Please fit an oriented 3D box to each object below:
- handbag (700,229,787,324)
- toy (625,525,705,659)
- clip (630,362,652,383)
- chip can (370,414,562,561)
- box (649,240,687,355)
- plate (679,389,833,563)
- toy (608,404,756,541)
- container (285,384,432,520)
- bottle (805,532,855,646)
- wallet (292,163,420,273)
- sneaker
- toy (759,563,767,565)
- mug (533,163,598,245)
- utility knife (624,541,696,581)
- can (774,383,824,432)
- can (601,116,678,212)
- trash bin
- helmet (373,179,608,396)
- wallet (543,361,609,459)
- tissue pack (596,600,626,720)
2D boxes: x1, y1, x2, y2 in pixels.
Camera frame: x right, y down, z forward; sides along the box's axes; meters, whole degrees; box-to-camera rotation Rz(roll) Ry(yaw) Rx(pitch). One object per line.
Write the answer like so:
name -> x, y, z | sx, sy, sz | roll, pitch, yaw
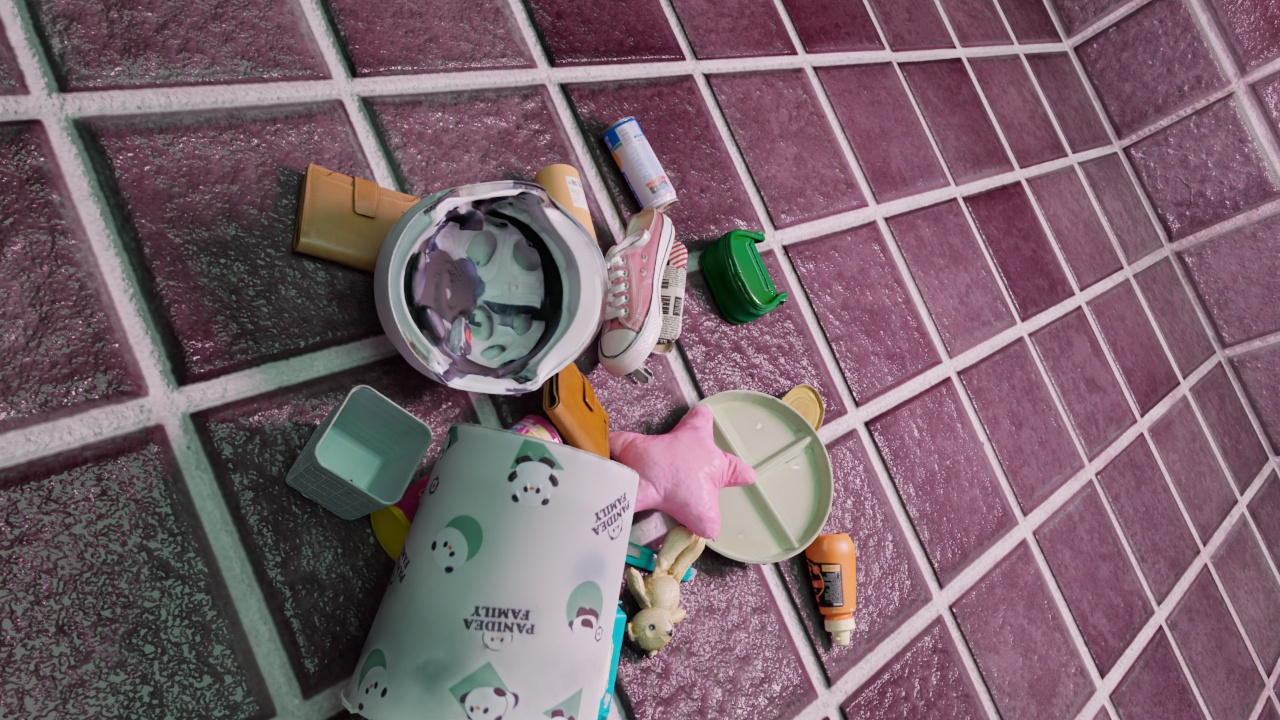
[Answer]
handbag -> 0.157, -0.126, 1.342 | 0.120, 0.068, 0.131 | -21, 85, -43
toy -> 0.031, 0.267, 1.073 | 0.105, 0.066, 0.156 | 49, 55, -34
clip -> -0.007, 0.007, 1.184 | 0.058, 0.026, 0.038 | 43, 43, -16
chip can -> -0.175, 0.131, 0.964 | 0.209, 0.072, 0.071 | -31, 91, -42
box -> 0.027, -0.091, 1.215 | 0.075, 0.082, 0.163 | 16, 63, -16
plate -> 0.141, 0.149, 1.191 | 0.230, 0.028, 0.229 | 5, 68, -13
toy -> 0.040, 0.143, 1.101 | 0.194, 0.075, 0.178 | -17, 58, -22
container -> -0.273, 0.093, 0.876 | 0.090, 0.112, 0.090 | 38, 52, -21
bottle -> 0.264, 0.311, 1.246 | 0.066, 0.067, 0.149 | 2, 78, -38
wallet -> -0.309, -0.150, 1.010 | 0.131, 0.031, 0.107 | 15, 63, -35
sneaker -> -0.020, -0.099, 1.158 | 0.088, 0.118, 0.240 | 34, 59, -39
toy -> 0.128, 0.215, 1.199 | 0.096, 0.030, 0.091 | 23, 53, -21
mug -> -0.098, -0.183, 1.162 | 0.078, 0.078, 0.122 | 6, 63, -36
utility knife -> 0.007, 0.236, 1.102 | 0.157, 0.013, 0.029 | 25, 65, -28
can -> 0.203, 0.092, 1.296 | 0.074, 0.049, 0.147 | 52, 49, -8
can -> 0.000, -0.271, 1.290 | 0.053, 0.053, 0.134 | -29, 90, -42
trash bin -> -0.118, 0.202, 0.829 | 0.229, 0.230, 0.251 | 23, 75, -29
helmet -> -0.176, -0.078, 0.996 | 0.258, 0.146, 0.229 | -10, 102, -43
wallet -> -0.073, 0.057, 1.066 | 0.118, 0.035, 0.131 | -88, 155, -46
tissue pack -> -0.069, 0.311, 0.957 | 0.093, 0.050, 0.133 | 7, 93, -37
